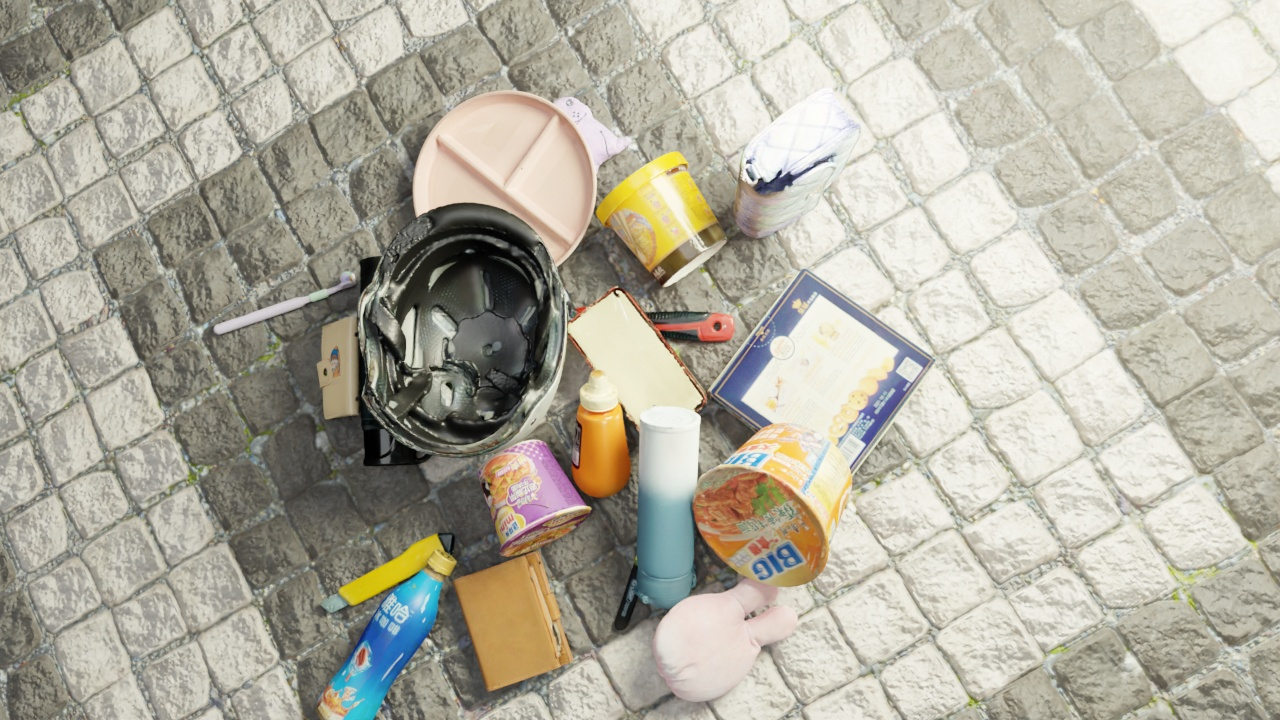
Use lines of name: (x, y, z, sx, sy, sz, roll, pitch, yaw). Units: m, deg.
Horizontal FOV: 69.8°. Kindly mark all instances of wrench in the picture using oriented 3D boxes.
wrench: (-0.026, -0.050, 1.079, 0.273, 0.016, 0.056, 8, 88, 8)

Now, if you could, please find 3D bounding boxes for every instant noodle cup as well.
instant noodle cup: (-0.125, 0.150, 1.022, 0.111, 0.111, 0.099, -30, 72, 2)
instant noodle cup: (0.145, 0.143, 0.959, 0.151, 0.152, 0.111, 37, 43, 10)
instant noodle cup: (0.030, -0.156, 1.041, 0.118, 0.118, 0.114, -36, 87, 1)

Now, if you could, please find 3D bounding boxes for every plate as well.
plate: (-0.161, -0.203, 1.093, 0.230, 0.028, 0.229, 0, 92, 12)

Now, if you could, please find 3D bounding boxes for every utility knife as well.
utility knife: (-0.294, 0.248, 1.070, 0.181, 0.015, 0.033, -28, 75, 3)

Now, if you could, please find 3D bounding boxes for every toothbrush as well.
toothbrush: (-0.440, -0.068, 1.131, 0.189, 0.029, 0.021, -20, 118, 5)

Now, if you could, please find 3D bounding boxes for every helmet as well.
helmet: (-0.183, -0.019, 1.020, 0.230, 0.157, 0.273, -3, 74, 4)

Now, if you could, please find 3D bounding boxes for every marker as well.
marker: (-0.004, 0.245, 1.036, 0.018, 0.015, 0.124, 19, 86, 12)

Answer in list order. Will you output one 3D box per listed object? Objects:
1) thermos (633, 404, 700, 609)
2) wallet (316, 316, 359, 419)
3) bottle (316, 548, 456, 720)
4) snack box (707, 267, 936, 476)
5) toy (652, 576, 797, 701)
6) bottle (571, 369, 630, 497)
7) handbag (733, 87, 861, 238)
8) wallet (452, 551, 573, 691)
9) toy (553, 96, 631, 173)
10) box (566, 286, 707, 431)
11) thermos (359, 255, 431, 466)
thermos: (0.029, 0.160, 0.984, 0.070, 0.070, 0.221, 3, 108, 7)
wallet: (-0.358, 0.011, 1.086, 0.087, 0.024, 0.115, -11, 80, 48)
bottle: (-0.279, 0.313, 1.035, 0.065, 0.065, 0.218, 33, 86, 10)
snack box: (0.201, 0.021, 1.027, 0.182, 0.046, 0.178, 37, 88, 10)
toy: (0.090, 0.298, 0.989, 0.159, 0.054, 0.121, -30, 108, -2)
bottle: (-0.044, 0.077, 1.006, 0.067, 0.066, 0.150, 4, 120, 7)
handbag: (0.163, -0.203, 0.987, 0.134, 0.194, 0.075, -35, 82, 1)
wallet: (-0.145, 0.294, 1.038, 0.108, 0.031, 0.131, -21, 81, 6)
toy: (-0.074, -0.269, 1.105, 0.084, 0.039, 0.108, -45, 81, 8)
box: (-0.006, 0.006, 1.029, 0.091, 0.075, 0.168, -38, 85, 5)
thermos: (-0.285, 0.002, 1.085, 0.089, 0.069, 0.242, 0, 83, -24)
